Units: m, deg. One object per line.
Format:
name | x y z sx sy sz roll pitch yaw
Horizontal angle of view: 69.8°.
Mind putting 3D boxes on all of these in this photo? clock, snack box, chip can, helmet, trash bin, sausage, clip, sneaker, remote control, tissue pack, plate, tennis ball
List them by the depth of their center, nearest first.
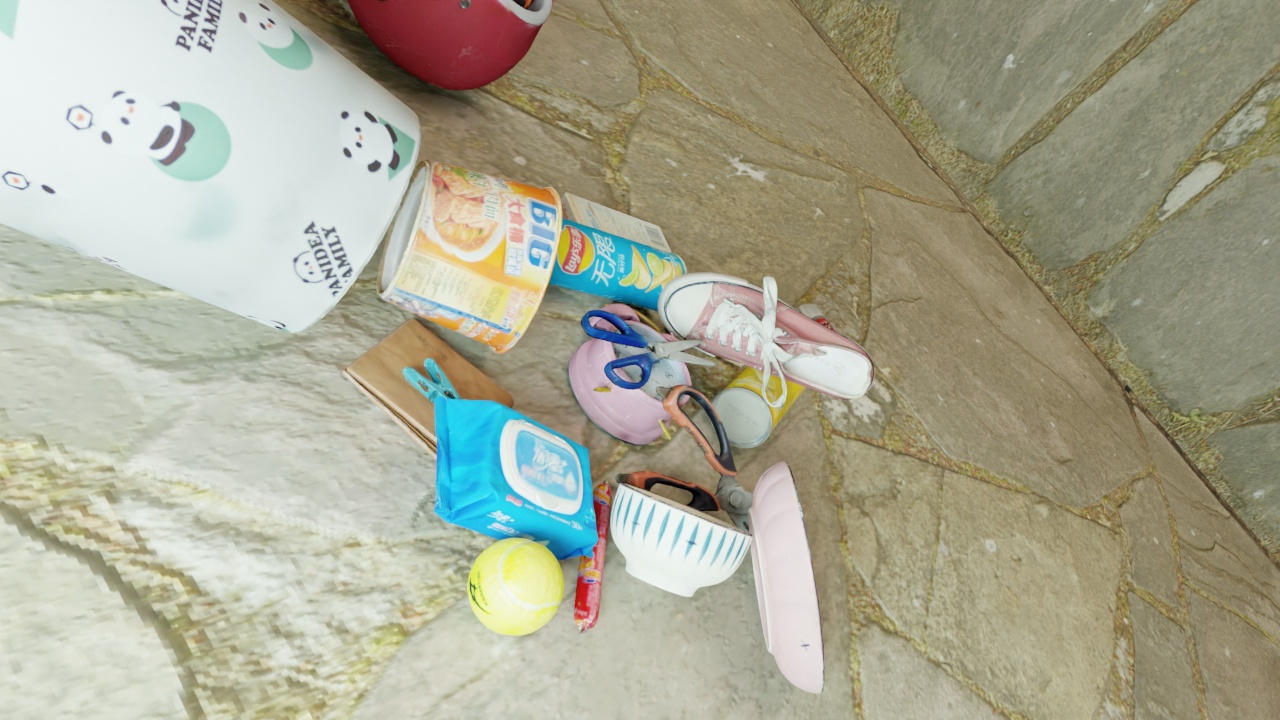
trash bin | -0.298 -0.154 0.589 0.251 0.230 0.229 30 35 -34
tennis ball | -0.085 0.154 0.628 0.065 0.066 0.065 30 35 -24
tissue pack | -0.090 0.088 0.686 0.157 0.052 0.094 31 39 -42
clip | -0.156 0.022 0.708 0.055 0.013 0.037 46 33 7
sausage | -0.038 0.152 0.732 0.020 0.020 0.155 33 33 -20
plate | 0.119 0.183 0.778 0.192 0.039 0.192 -4 87 -87
clock | -0.005 0.005 0.897 0.117 0.060 0.158 32 34 -21
sneaker | 0.128 -0.024 0.942 0.241 0.118 0.087 25 7 7
chip can | -0.045 -0.103 0.961 0.210 0.071 0.071 11 46 -44
helmet | -0.230 -0.389 1.007 0.240 0.144 0.206 30 32 1
chip can | 0.148 0.028 1.045 0.072 0.072 0.212 48 32 2
snack box | -0.024 -0.138 1.070 0.156 0.027 0.084 11 46 -43
remote control | 0.270 -0.024 1.297 0.055 0.020 0.136 -14 65 -54

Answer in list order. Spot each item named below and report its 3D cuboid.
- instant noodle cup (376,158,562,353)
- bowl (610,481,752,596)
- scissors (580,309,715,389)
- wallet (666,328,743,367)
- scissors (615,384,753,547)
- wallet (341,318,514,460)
instant noodle cup | -0.147 -0.092 0.768 0.111 0.152 0.151 18 41 -25
bowl | 0.026 0.150 0.745 0.116 0.066 0.116 21 -5 2
scissors | 0.008 -0.016 0.869 0.144 0.012 0.169 45 32 -5
wallet | 0.074 -0.046 1.089 0.115 0.024 0.087 24 43 -30
scissors | 0.070 0.117 0.849 0.223 0.015 0.189 1 85 -30
wallet | -0.165 0.023 0.728 0.115 0.020 0.101 41 31 -5
